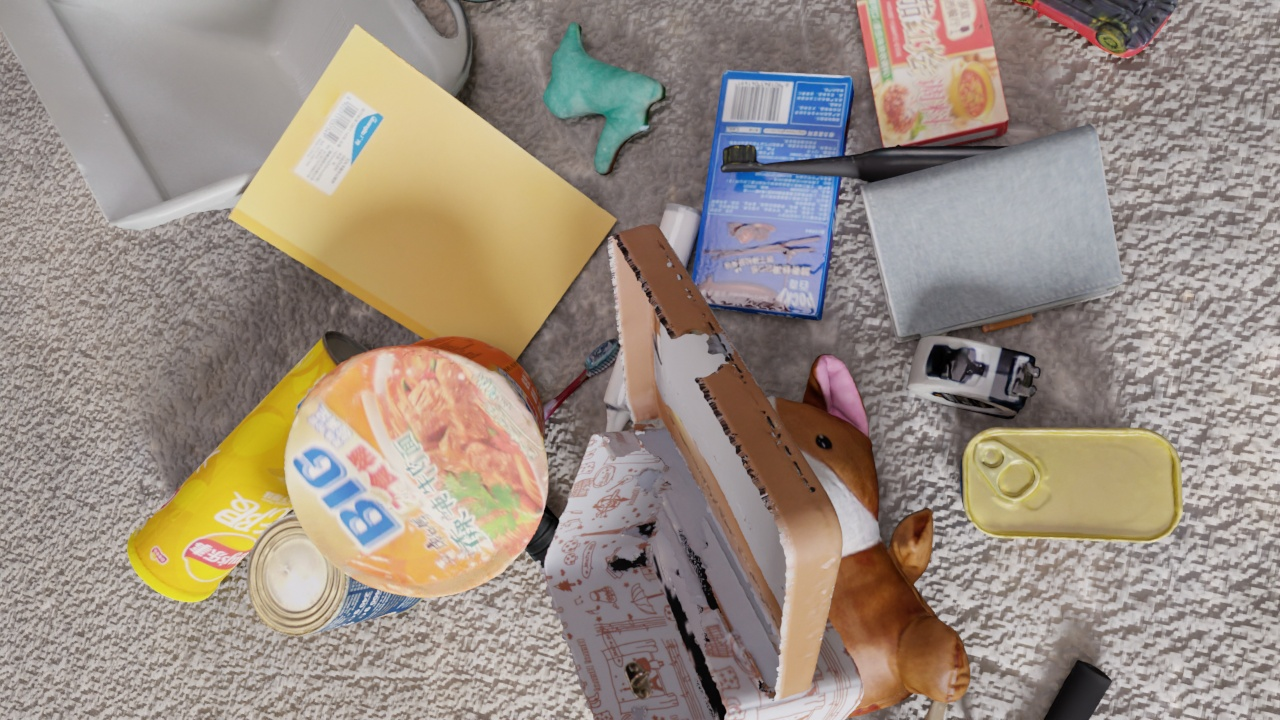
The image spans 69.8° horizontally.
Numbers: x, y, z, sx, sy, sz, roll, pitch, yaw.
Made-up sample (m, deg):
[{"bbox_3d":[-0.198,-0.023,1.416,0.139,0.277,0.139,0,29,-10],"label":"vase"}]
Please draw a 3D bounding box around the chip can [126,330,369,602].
[{"bbox_3d":[-0.268,0.077,0.658,0.213,0.072,0.072,-44,73,7],"label":"chip can"}]

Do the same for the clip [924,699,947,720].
[{"bbox_3d":[0.165,0.211,0.506,0.096,0.101,0.035,-36,71,-18],"label":"clip"}]

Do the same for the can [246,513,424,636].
[{"bbox_3d":[-0.194,0.137,0.606,0.075,0.111,0.075,-2,82,16],"label":"can"}]

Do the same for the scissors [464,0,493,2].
[{"bbox_3d":[-0.149,-0.328,0.693,0.185,0.019,0.129,29,83,18],"label":"scissors"}]

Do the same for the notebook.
[{"bbox_3d":[-0.136,-0.094,0.602,0.206,0.010,0.146,34,95,-23],"label":"notebook"}]

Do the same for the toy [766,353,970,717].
[{"bbox_3d":[0.095,0.103,0.524,0.140,0.130,0.199,-19,69,11],"label":"toy"}]

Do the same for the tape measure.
[{"bbox_3d":[0.190,0.009,0.530,0.066,0.065,0.033,15,83,16],"label":"tape measure"}]

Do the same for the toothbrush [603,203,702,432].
[{"bbox_3d":[-0.004,0.004,0.610,0.026,0.027,0.221,19,88,-27],"label":"toothbrush"}]

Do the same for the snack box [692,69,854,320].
[{"bbox_3d":[0.085,-0.108,0.596,0.085,0.026,0.157,8,86,16],"label":"snack box"}]

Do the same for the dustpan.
[{"bbox_3d":[-0.255,-0.221,0.630,0.143,0.257,0.222,-46,72,31],"label":"dustpan"}]

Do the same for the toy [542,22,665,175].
[{"bbox_3d":[-0.028,-0.181,0.639,0.092,0.030,0.096,21,95,20],"label":"toy"}]

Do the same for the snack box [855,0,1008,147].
[{"bbox_3d":[0.180,-0.209,0.581,0.075,0.025,0.152,-10,80,16],"label":"snack box"}]

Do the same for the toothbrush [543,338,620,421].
[{"bbox_3d":[-0.082,0.049,0.633,0.188,0.017,0.016,-42,73,7],"label":"toothbrush"}]

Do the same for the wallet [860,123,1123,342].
[{"bbox_3d":[0.206,-0.069,0.542,0.130,0.037,0.106,-13,104,15],"label":"wallet"}]

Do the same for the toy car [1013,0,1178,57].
[{"bbox_3d":[0.265,-0.225,0.554,0.106,0.031,0.049,37,94,16],"label":"toy car"}]

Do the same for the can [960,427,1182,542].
[{"bbox_3d":[0.228,0.067,0.502,0.102,0.083,0.057,-1,82,17],"label":"can"}]

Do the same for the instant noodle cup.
[{"bbox_3d":[-0.125,0.053,0.569,0.151,0.111,0.151,0,103,1],"label":"instant noodle cup"}]

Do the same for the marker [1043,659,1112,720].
[{"bbox_3d":[0.225,0.230,0.516,0.022,0.020,0.132,30,93,29],"label":"marker"}]

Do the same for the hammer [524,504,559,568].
[{"bbox_3d":[0.018,0.203,0.569,0.300,0.032,0.129,46,107,19],"label":"hammer"}]

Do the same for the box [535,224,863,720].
[{"bbox_3d":[0.028,0.087,0.433,0.178,0.102,0.262,62,144,41],"label":"box"}]

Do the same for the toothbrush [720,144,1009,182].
[{"bbox_3d":[0.155,-0.119,0.559,0.213,0.026,0.027,3,85,7],"label":"toothbrush"}]
